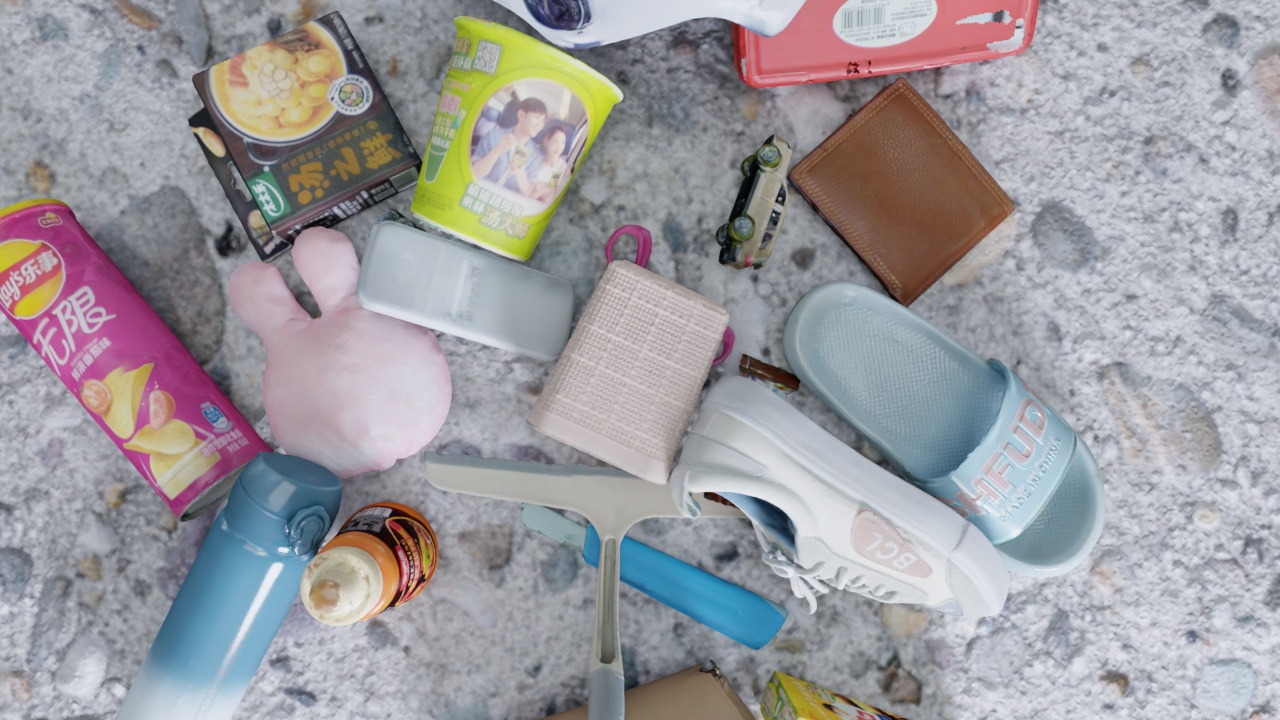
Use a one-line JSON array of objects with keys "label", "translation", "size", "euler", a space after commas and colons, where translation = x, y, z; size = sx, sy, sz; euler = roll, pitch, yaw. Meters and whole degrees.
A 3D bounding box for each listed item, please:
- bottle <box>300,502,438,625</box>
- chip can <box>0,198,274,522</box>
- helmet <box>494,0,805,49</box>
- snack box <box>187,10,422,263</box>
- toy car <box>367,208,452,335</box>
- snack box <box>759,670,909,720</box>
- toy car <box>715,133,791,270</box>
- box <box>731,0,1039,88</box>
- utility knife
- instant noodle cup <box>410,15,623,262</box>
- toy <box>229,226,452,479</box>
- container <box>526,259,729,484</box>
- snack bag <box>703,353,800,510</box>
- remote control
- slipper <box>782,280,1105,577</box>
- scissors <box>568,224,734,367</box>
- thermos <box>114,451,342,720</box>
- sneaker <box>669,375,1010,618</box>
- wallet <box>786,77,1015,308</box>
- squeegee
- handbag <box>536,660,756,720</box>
[{"label": "bottle", "translation": [-0.162, 0.122, 0.537], "size": [0.067, 0.149, 0.066], "euler": [0, 88, -2]}, {"label": "chip can", "translation": [-0.325, 0.000, 0.576], "size": [0.071, 0.071, 0.210], "euler": [-41, 90, -2]}, {"label": "helmet", "translation": [-0.007, -0.300, 0.508], "size": [0.259, 0.146, 0.228], "euler": [10, 58, 10]}, {"label": "snack box", "translation": [-0.222, -0.144, 0.597], "size": [0.125, 0.053, 0.113], "euler": [-29, 89, -7]}, {"label": "toy car", "translation": [-0.143, -0.056, 0.597], "size": [0.034, 0.043, 0.090], "euler": [-32, 90, -4]}, {"label": "snack box", "translation": [0.150, 0.244, 0.573], "size": [0.140, 0.087, 0.033], "euler": [19, 88, 0]}, {"label": "toy car", "translation": [0.078, -0.104, 0.605], "size": [0.035, 0.042, 0.090], "euler": [18, 89, -11]}, {"label": "box", "translation": [0.154, -0.258, 0.613], "size": [0.201, 0.099, 0.116], "euler": [-8, 121, -2]}, {"label": "utility knife", "translation": [0.005, 0.138, 0.607], "size": [0.192, 0.018, 0.034], "euler": [26, 73, 1]}, {"label": "instant noodle cup", "translation": [-0.086, -0.131, 0.574], "size": [0.111, 0.111, 0.123], "euler": [24, 95, -1]}, {"label": "toy", "translation": [-0.193, -0.004, 0.588], "size": [0.121, 0.054, 0.159], "euler": [-27, 88, 1]}, {"label": "container", "translation": [-0.003, 0.003, 0.567], "size": [0.090, 0.090, 0.111], "euler": [25, 92, 0]}, {"label": "snack bag", "translation": [0.074, 0.050, 0.601], "size": [0.048, 0.026, 0.104], "euler": [21, 76, -7]}, {"label": "remote control", "translation": [-0.105, -0.041, 0.569], "size": [0.136, 0.020, 0.055], "euler": [17, 75, -26]}, {"label": "slipper", "translation": [0.199, 0.037, 0.587], "size": [0.245, 0.074, 0.104], "euler": [39, 87, 1]}, {"label": "scissors", "translation": [0.000, -0.022, 0.614], "size": [0.136, 0.017, 0.133], "euler": [11, 92, -2]}, {"label": "thermos", "translation": [-0.251, 0.157, 0.556], "size": [0.070, 0.070, 0.220], "euler": [30, 99, 0]}, {"label": "sneaker", "translation": [0.122, 0.110, 0.552], "size": [0.242, 0.090, 0.090], "euler": [35, 75, -16]}, {"label": "wallet", "translation": [0.172, -0.111, 0.614], "size": [0.101, 0.032, 0.124], "euler": [-41, 89, 1]}, {"label": "squeegee", "translation": [-0.019, 0.182, 0.549], "size": [0.246, 0.039, 0.246], "euler": [6, 57, -9]}, {"label": "handbag", "translation": [-0.009, 0.282, 0.561], "size": [0.204, 0.100, 0.147], "euler": [-17, 88, -5]}]
